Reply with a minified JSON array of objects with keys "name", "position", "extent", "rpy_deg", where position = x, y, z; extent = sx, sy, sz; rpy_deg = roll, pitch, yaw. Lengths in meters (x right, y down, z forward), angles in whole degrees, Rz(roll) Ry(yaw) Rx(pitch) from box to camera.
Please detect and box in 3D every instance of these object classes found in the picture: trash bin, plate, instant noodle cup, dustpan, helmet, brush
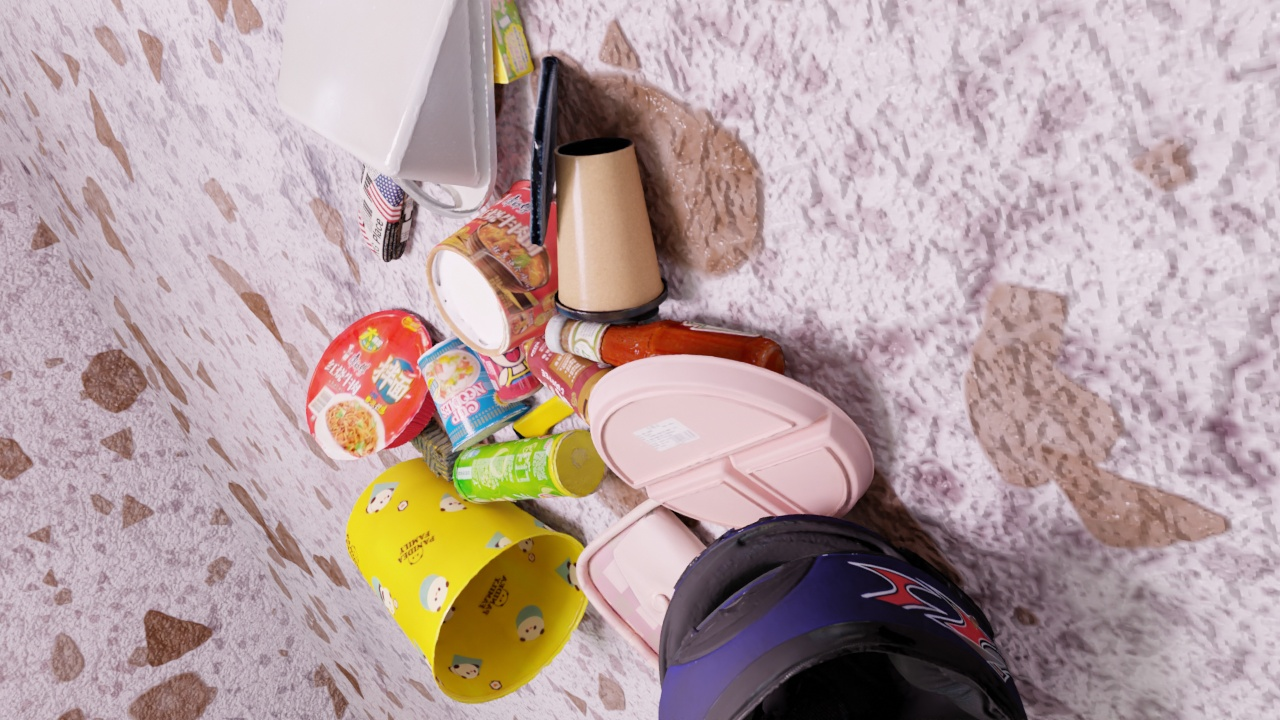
[{"name":"trash bin","position":[-0.228,0.258,1.158],"extent":[0.255,0.229,0.230],"rpy_deg":[30,140,40]},{"name":"plate","position":[0.065,0.075,0.720],"extent":[0.229,0.028,0.230],"rpy_deg":[14,146,10]},{"name":"instant noodle cup","position":[-0.314,0.037,1.119],"extent":[0.194,0.193,0.066],"rpy_deg":[26,171,34]},{"name":"dustpan","position":[-0.197,-0.253,0.787],"extent":[0.223,0.142,0.258],"rpy_deg":[33,113,27]},{"name":"instant noodle cup","position":[-0.115,-0.074,0.817],"extent":[0.138,0.108,0.138],"rpy_deg":[31,141,29]},{"name":"helmet","position":[0.126,0.228,0.666],"extent":[0.315,0.247,0.240],"rpy_deg":[49,-177,-29]},{"name":"instant noodle cup","position":[-0.192,0.031,1.022],"extent":[0.110,0.099,0.099],"rpy_deg":[59,146,4]},{"name":"brush","position":[-0.258,0.085,1.159],"extent":[0.146,0.072,0.063],"rpy_deg":[37,143,30]}]

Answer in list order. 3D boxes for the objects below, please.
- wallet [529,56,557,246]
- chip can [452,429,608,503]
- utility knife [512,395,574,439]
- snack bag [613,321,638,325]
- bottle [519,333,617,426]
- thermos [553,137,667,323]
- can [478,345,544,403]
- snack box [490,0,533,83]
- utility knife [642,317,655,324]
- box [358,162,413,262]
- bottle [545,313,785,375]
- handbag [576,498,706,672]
[{"name":"wallet","position":[-0.075,-0.161,0.705],"extent":[0.019,0.120,0.097],"rpy_deg":[3,136,-4]},{"name":"chip can","position":[-0.130,0.122,1.026],"extent":[0.222,0.072,0.072],"rpy_deg":[-12,110,49]},{"name":"utility knife","position":[-0.099,0.060,0.998],"extent":[0.033,0.015,0.172],"rpy_deg":[38,148,-13]},{"name":"snack bag","position":[-0.005,0.005,0.827],"extent":[0.048,0.026,0.104],"rpy_deg":[19,134,48]},{"name":"bottle","position":[-0.061,0.009,0.844],"extent":[0.175,0.057,0.057],"rpy_deg":[35,146,53]},{"name":"thermos","position":[-0.028,-0.097,0.719],"extent":[0.093,0.092,0.143],"rpy_deg":[18,124,41]},{"name":"can","position":[-0.146,-0.026,0.944],"extent":[0.053,0.053,0.133],"rpy_deg":[5,123,48]},{"name":"snack box","position":[-0.152,-0.275,0.751],"extent":[0.141,0.033,0.087],"rpy_deg":[16,132,40]},{"name":"utility knife","position":[0.044,0.033,0.807],"extent":[0.029,0.013,0.218],"rpy_deg":[-17,106,54]},{"name":"box","position":[-0.272,-0.168,0.986],"extent":[0.068,0.051,0.165],"rpy_deg":[39,146,3]},{"name":"bottle","position":[0.013,-0.005,0.740],"extent":[0.206,0.059,0.060],"rpy_deg":[12,130,30]},{"name":"handbag","position":[0.053,0.209,0.906],"extent":[0.193,0.093,0.235],"rpy_deg":[44,136,12]}]
